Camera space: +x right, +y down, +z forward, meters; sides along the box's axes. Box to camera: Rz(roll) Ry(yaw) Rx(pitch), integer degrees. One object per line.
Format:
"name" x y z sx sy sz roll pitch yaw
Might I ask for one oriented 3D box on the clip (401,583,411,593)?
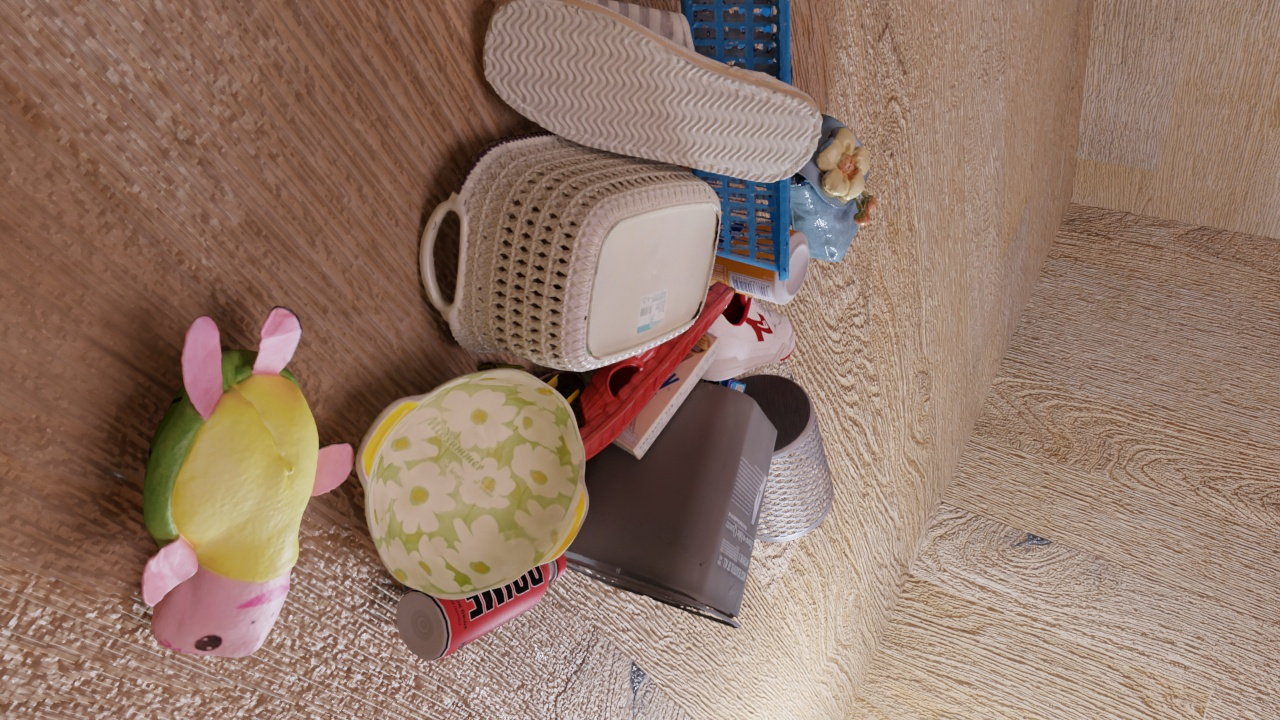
"clip" -0.147 0.131 0.833 0.164 0.031 0.173 -6 113 -60

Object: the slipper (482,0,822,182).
"slipper" 0.012 -0.212 0.718 0.054 0.272 0.115 -90 -158 -53

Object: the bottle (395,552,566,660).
"bottle" -0.131 0.203 0.813 0.176 0.062 0.062 -13 117 -56

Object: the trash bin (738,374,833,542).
"trash bin" 0.172 0.128 1.238 0.156 0.157 0.183 -53 143 -29

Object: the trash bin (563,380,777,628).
"trash bin" 0.036 0.146 0.996 0.197 0.198 0.219 47 59 -58

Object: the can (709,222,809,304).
"can" 0.106 -0.114 0.997 0.078 0.143 0.079 -35 134 -46

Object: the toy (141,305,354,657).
"toy" -0.252 0.079 0.569 0.189 0.088 0.238 -53 156 -65

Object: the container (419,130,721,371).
"container" -0.042 -0.088 0.765 0.250 0.143 0.185 -23 130 -53

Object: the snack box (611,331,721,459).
"snack box" 0.009 0.020 0.952 0.150 0.082 0.026 -53 152 -13

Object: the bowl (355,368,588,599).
"bowl" -0.139 0.092 0.739 0.219 0.060 0.188 36 81 -40

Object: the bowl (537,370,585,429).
"bowl" -0.095 0.056 0.877 0.114 0.026 0.102 13 95 -59

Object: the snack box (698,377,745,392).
"snack box" 0.083 0.088 1.137 0.027 0.082 0.150 13 96 -21

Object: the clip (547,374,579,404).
"clip" -0.081 0.045 0.840 0.054 0.048 0.046 -45 115 -40

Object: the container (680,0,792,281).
"container" 0.085 -0.284 0.838 0.256 0.089 0.363 -85 170 -52

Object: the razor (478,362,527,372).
"razor" -0.123 0.055 0.807 0.042 0.026 0.106 8 84 -62

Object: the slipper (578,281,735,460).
"slipper" -0.005 0.005 0.888 0.248 0.059 0.104 -46 171 -18

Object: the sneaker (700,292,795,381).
"sneaker" 0.124 -0.051 1.134 0.236 0.090 0.104 -17 115 -50

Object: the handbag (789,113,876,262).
"handbag" 0.251 -0.219 1.206 0.121 0.119 0.192 -56 142 -25
